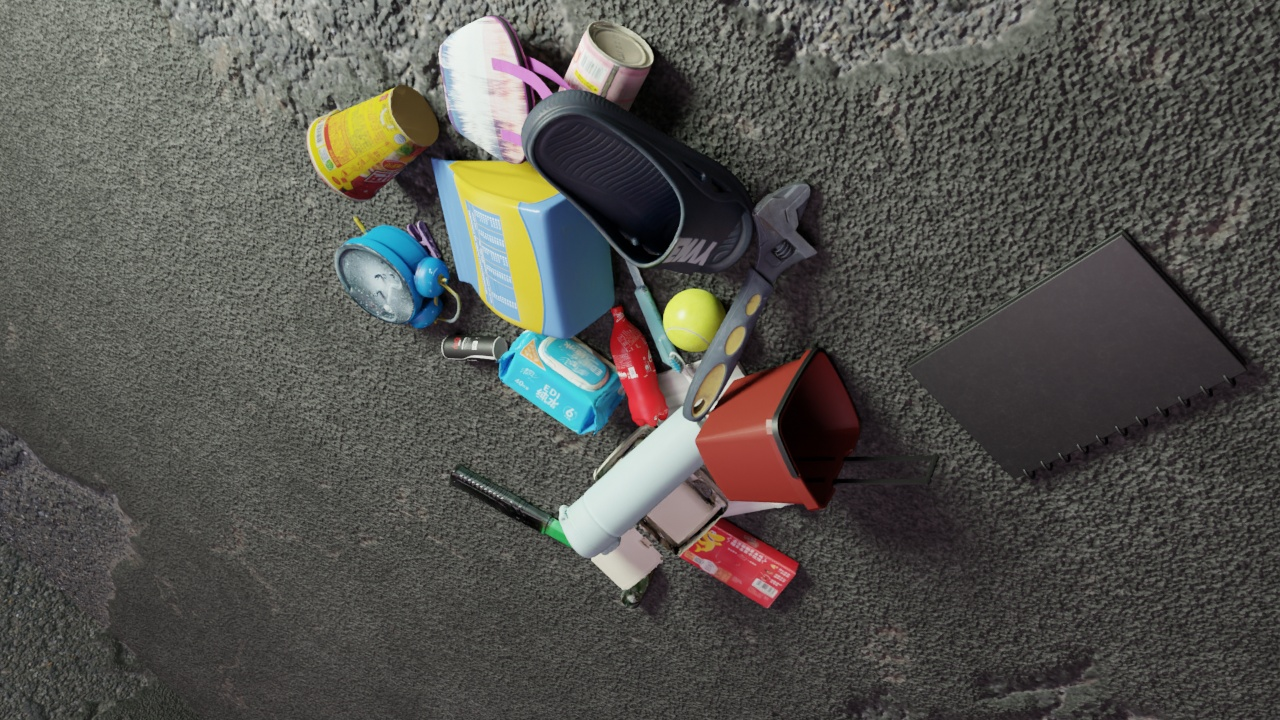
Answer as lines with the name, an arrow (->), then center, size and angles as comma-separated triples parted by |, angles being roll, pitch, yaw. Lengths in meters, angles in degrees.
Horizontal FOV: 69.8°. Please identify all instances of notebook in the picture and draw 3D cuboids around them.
notebook -> 0.097, 0.093, 1.067 | 0.143, 0.009, 0.210 | -18, 113, 37
notebook -> 0.388, 0.009, 0.837 | 0.169, 0.019, 0.232 | 45, 133, -6

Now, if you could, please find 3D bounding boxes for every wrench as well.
wrench -> 0.103, -0.050, 0.901 | 0.073, 0.022, 0.274 | 17, 118, -17

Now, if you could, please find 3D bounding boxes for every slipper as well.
slipper -> 0.012, -0.140, 0.819 | 0.268, 0.083, 0.111 | 27, 127, -38

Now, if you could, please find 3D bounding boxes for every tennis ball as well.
tennis ball -> 0.056, -0.042, 0.951 | 0.065, 0.065, 0.065 | 15, 129, 19

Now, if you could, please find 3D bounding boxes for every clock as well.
clock -> -0.287, -0.095, 1.098 | 0.161, 0.060, 0.117 | 33, 140, 1

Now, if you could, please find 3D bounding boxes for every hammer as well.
hammer -> -0.127, 0.230, 1.281 | 0.319, 0.032, 0.130 | 26, 133, 10

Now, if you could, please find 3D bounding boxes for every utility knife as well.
utility knife -> 0.008, -0.058, 0.998 | 0.022, 0.015, 0.158 | -6, 122, 31

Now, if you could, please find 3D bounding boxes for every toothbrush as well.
toothbrush -> 0.099, 0.078, 1.030 | 0.027, 0.026, 0.222 | -32, 106, 26

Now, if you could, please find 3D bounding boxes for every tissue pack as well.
tissue pack -> -0.086, 0.017, 1.057 | 0.144, 0.092, 0.062 | 36, 126, 0

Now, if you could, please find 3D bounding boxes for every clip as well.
clip -> -0.255, -0.141, 1.085 | 0.036, 0.013, 0.052 | -10, 120, 36

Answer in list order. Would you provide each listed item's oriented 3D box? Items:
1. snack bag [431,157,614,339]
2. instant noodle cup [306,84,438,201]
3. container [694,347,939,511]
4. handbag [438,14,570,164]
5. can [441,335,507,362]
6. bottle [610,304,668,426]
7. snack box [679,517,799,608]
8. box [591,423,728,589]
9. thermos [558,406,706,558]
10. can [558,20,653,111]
snack bag -> -0.137, -0.129, 0.979 | 0.205, 0.102, 0.159 | 19, 132, 32
instant noodle cup -> -0.279, -0.236, 0.979 | 0.113, 0.100, 0.100 | -19, 113, 28
container -> 0.174, 0.070, 0.913 | 0.201, 0.147, 0.127 | -12, 118, 39
handbag -> -0.111, -0.239, 0.848 | 0.170, 0.067, 0.145 | 34, 140, 40
can -> -0.206, -0.015, 1.139 | 0.081, 0.031, 0.031 | 2, 124, 28
bottle -> -0.006, 0.006, 1.030 | 0.042, 0.041, 0.141 | -9, 106, 33
snack box -> 0.124, 0.253, 1.164 | 0.133, 0.021, 0.089 | 30, 132, 6
box -> 0.004, 0.170, 1.127 | 0.145, 0.100, 0.187 | 46, 115, -4
thermos -> -0.003, 0.140, 1.040 | 0.207, 0.065, 0.078 | -43, 108, 10
can -> -0.033, -0.257, 0.837 | 0.067, 0.067, 0.076 | 36, 133, 1
